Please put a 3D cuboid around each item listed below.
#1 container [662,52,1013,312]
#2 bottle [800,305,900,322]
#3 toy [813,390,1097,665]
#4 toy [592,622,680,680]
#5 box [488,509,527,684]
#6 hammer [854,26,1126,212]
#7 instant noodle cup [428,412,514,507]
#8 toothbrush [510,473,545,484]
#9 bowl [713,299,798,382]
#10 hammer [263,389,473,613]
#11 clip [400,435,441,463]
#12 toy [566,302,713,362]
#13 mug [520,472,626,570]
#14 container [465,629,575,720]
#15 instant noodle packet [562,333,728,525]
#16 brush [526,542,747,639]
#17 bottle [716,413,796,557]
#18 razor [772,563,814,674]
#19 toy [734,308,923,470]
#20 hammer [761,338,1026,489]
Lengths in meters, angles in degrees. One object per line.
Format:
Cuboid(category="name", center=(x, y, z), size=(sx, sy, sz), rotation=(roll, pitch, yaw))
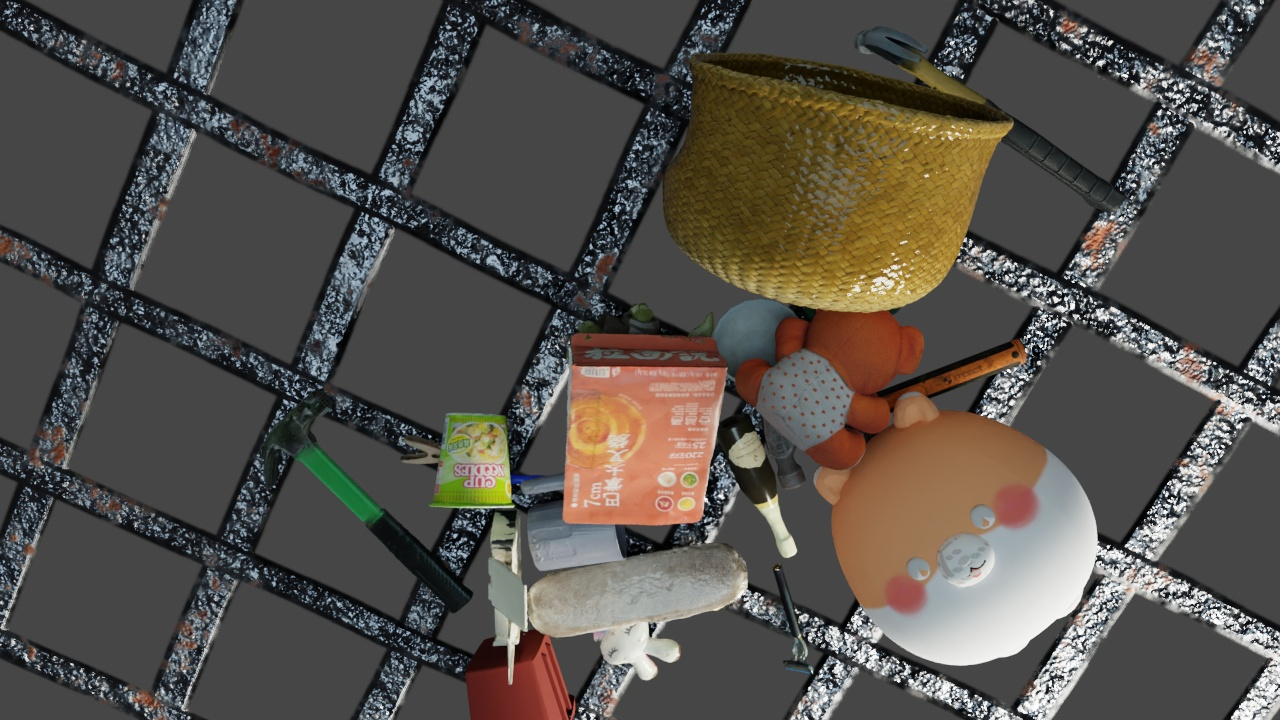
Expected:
Cuboid(category="container", center=(0.175, -0.176, 0.886), size=(0.307, 0.306, 0.197), rotation=(9, 115, -1))
Cuboid(category="bottle", center=(0.252, -0.071, 1.033), size=(0.131, 0.061, 0.061), rotation=(-31, 98, 8))
Cuboid(category="toy", center=(0.333, 0.180, 0.988), size=(0.263, 0.265, 0.280), rotation=(-44, 88, 12))
Cuboid(category="toy", center=(-0.014, 0.354, 1.151), size=(0.122, 0.038, 0.079), rotation=(33, 109, -3))
Cuboid(category="box", center=(-0.150, 0.270, 1.062), size=(0.050, 0.183, 0.144), rotation=(-1, 107, -5))
Cuboid(category="hammer", center=(0.377, -0.254, 0.972), size=(0.333, 0.117, 0.025), rotation=(30, 104, -11))
Cuboid(category="instant noodle cup", center=(-0.194, 0.117, 1.067), size=(0.099, 0.099, 0.108), rotation=(2, 84, 1))
Cuboid(category="toothbrush", center=(-0.132, 0.147, 1.117), size=(0.182, 0.016, 0.018), rotation=(2, 139, 3))
Cuboid(category="bowl", center=(0.136, -0.014, 1.048), size=(0.106, 0.039, 0.106), rotation=(-2, 73, 6))
Cuboid(category="hammer", center=(-0.328, 0.191, 1.126), size=(0.130, 0.032, 0.319), rotation=(-42, 99, 9))
Cuboid(category="clip", center=(-0.260, 0.104, 1.108), size=(0.060, 0.024, 0.041), rotation=(-2, 105, -7))
Cuboid(category="toy", center=(-0.006, 0.006, 1.050), size=(0.152, 0.078, 0.179), rotation=(22, 103, -12))
Cuboid(category="mug", center=(-0.079, 0.186, 1.086), size=(0.104, 0.083, 0.124), rotation=(-10, 115, 6))
Cuboid(category="container", center=(-0.138, 0.447, 1.120), size=(0.127, 0.148, 0.201), rotation=(-12, 93, 3))
Cuboid(category="instant noodle packet", center=(0.000, 0.088, 0.999), size=(0.164, 0.084, 0.221), rotation=(0, 114, -8))
Cuboid(category="brush", center=(-0.005, 0.279, 1.113), size=(0.271, 0.056, 0.083), rotation=(-12, 78, 3))
Cuboid(category="bottle", center=(0.144, 0.153, 1.096), size=(0.045, 0.045, 0.184), rotation=(-24, 101, 6))
Cuboid(category="razor", center=(0.188, 0.321, 1.148), size=(0.043, 0.022, 0.144), rotation=(-5, 102, 43))
Cuboid(category="toy", center=(0.203, 0.011, 0.969), size=(0.164, 0.093, 0.172), rotation=(43, 93, 23))
Cuboid(category="hammer", center=(0.290, 0.033, 1.072), size=(0.314, 0.035, 0.138), rotation=(-21, 100, 5))
